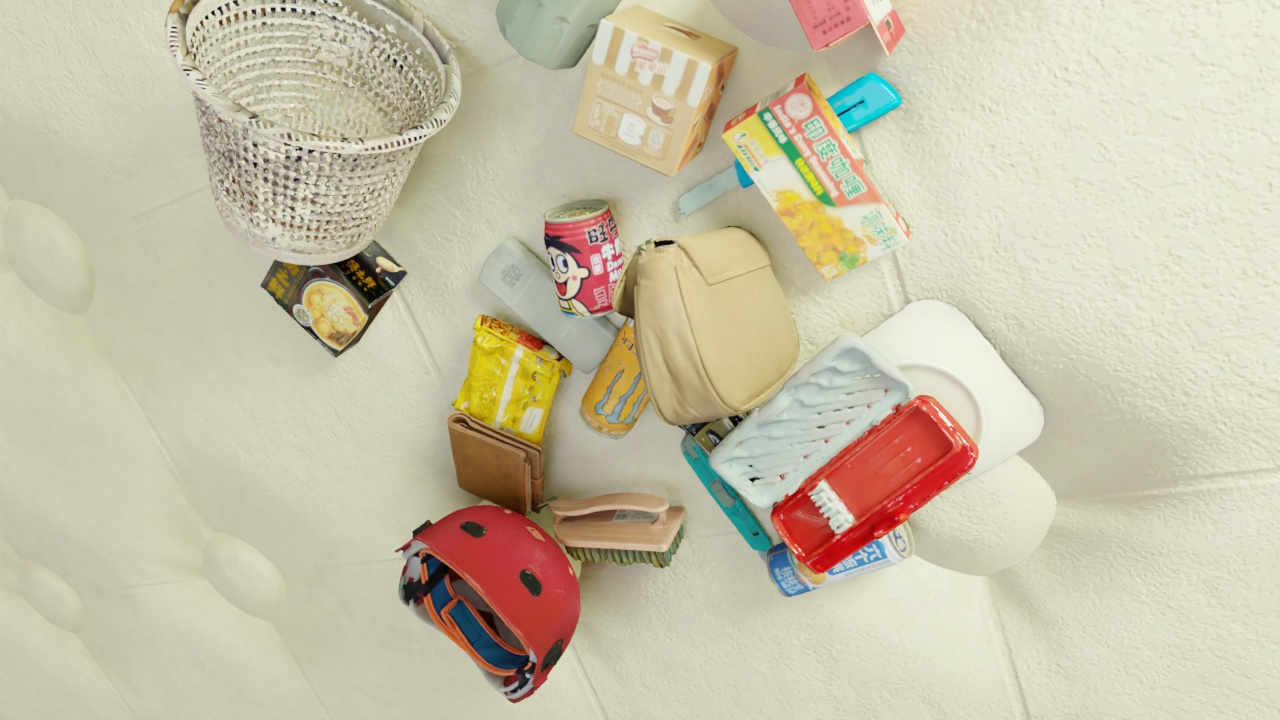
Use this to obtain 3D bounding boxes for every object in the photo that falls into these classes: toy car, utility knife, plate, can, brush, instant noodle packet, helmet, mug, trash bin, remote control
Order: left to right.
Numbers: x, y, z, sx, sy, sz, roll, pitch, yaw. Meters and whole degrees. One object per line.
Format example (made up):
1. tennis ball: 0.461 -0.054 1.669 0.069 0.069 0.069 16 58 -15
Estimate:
1. trash bin: -0.289 -0.198 0.805 0.227 0.226 0.193 36 137 3
2. helmet: -0.147 0.236 0.986 0.207 0.143 0.241 39 145 12
3. instant noodle packet: -0.133 0.026 0.942 0.111 0.044 0.129 28 126 6
4. remote control: -0.088 -0.053 0.892 0.150 0.021 0.058 42 123 -2
5. mug: -0.069 -0.303 0.705 0.124 0.083 0.104 46 138 -1
6. can: -0.049 -0.092 0.827 0.067 0.066 0.094 1 116 24
7. brush: -0.029 0.173 0.964 0.146 0.063 0.073 -3 119 27
8. can: -0.005 0.005 0.862 0.058 0.058 0.146 33 123 5
9. toy car: 0.079 0.065 0.872 0.158 0.042 0.070 45 124 -1
10. utility knife: 0.092 0.145 0.924 0.029 0.013 0.178 -30 102 34
11. utility knife: 0.111 -0.169 0.745 0.209 0.018 0.034 -26 104 34
12. can: 0.189 0.183 0.877 0.135 0.053 0.053 -28 102 33
13. plate: 0.241 0.045 0.792 0.163 0.034 0.165 47 124 -5

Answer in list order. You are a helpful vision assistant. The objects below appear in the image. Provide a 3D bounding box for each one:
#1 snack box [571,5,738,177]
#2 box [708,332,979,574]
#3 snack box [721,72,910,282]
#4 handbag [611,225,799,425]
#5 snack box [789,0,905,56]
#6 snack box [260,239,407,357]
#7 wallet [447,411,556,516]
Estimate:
1. snack box: 0.011 -0.215 0.727 0.093 0.076 0.095 26 125 9
2. box: 0.170 0.084 0.798 0.160 0.049 0.202 46 125 5
3. snack box: 0.140 -0.140 0.725 0.077 0.026 0.156 -27 114 32
4. handbag: 0.053 -0.030 0.738 0.100 0.204 0.148 -15 93 28
5. snack box: 0.130 -0.264 0.626 0.044 0.113 0.127 -22 106 30
6. snack box: -0.325 -0.084 0.969 0.113 0.053 0.126 44 130 -3
7. wallet: -0.149 0.118 0.984 0.119 0.035 0.131 19 143 8
